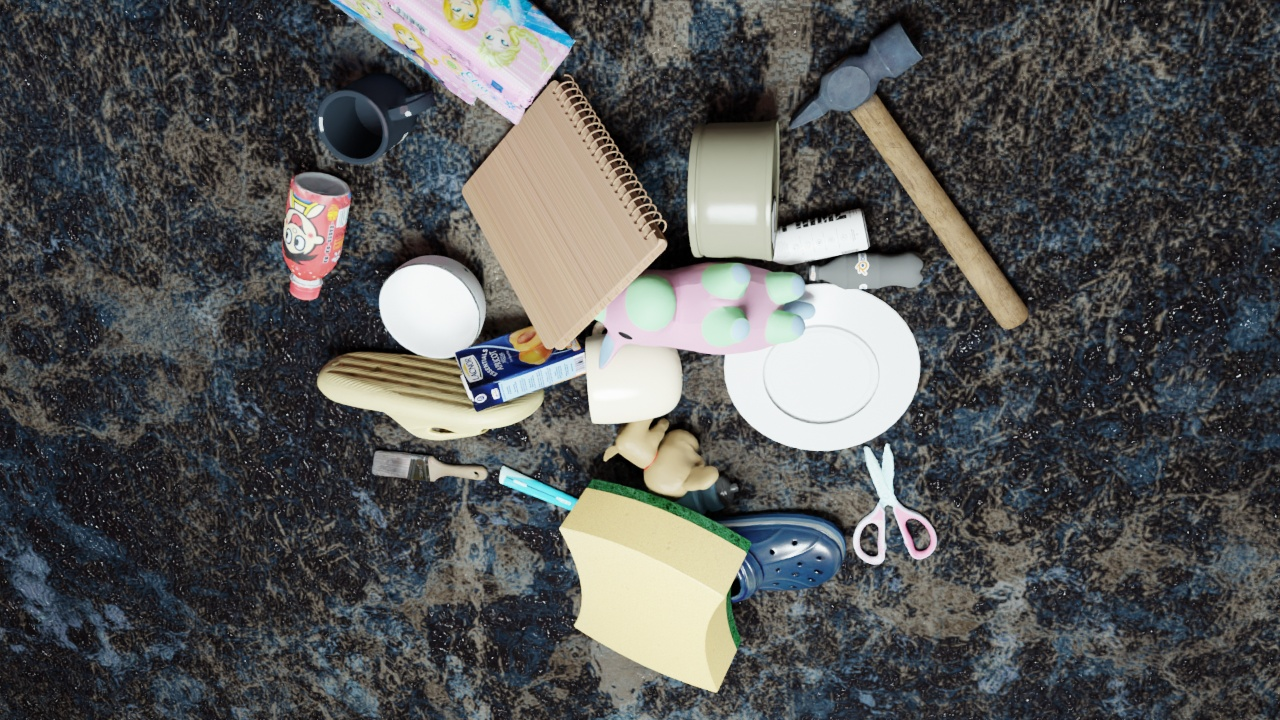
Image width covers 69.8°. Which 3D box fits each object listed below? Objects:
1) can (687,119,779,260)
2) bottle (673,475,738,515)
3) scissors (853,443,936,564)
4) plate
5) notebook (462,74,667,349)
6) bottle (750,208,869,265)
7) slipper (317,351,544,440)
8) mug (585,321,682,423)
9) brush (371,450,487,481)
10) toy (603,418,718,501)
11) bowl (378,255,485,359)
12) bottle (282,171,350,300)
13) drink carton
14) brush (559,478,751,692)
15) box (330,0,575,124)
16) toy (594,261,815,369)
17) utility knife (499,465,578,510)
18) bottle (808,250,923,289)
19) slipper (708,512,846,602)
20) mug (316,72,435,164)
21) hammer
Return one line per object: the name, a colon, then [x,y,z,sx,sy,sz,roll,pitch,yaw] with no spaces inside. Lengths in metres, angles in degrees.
can: [0.089,-0.157,0.852,0.073,0.127,0.128,2,120,11]
bottle: [0.056,0.168,1.093,0.130,0.040,0.040,-20,114,20]
scissors: [0.273,0.170,1.070,0.105,0.016,0.179,-19,114,20]
plate: [0.195,0.015,0.994,0.209,0.015,0.209,5,120,8]
notebook: [-0.077,-0.143,0.878,0.169,0.022,0.210,-42,65,27]
bottle: [0.165,-0.119,0.910,0.116,0.041,0.041,-11,117,16]
slipper: [-0.240,0.051,1.041,0.261,0.111,0.079,9,118,10]
mug: [-0.006,0.006,0.987,0.100,0.096,0.120,-4,79,0]
brush: [-0.265,0.135,1.149,0.151,0.012,0.039,6,120,7]
toy: [0.021,0.109,1.034,0.108,0.105,0.134,42,141,-3]
bowl: [-0.219,-0.065,0.997,0.113,0.063,0.114,5,120,8]
bottle: [-0.353,-0.129,0.987,0.062,0.061,0.138,21,120,-2]
drink carton: [-0.129,0.002,0.985,0.130,0.064,0.040,-20,139,-12]
brush: [0.018,0.263,1.062,0.195,0.075,0.251,19,139,20]
box: [-0.184,-0.326,0.863,0.230,0.106,0.086,36,75,-11]
toy: [0.058,-0.051,0.911,0.171,0.221,0.120,-2,88,53]
utility knife: [-0.117,0.162,1.137,0.124,0.015,0.022,22,91,-4]
bottle: [0.224,-0.090,0.917,0.110,0.036,0.036,-1,119,11]
slipper: [0.117,0.245,1.097,0.253,0.095,0.105,-2,117,16]
mug: [-0.251,-0.241,0.895,0.105,0.077,0.071,-11,117,16]
hammer: [0.277,-0.152,0.875,0.130,0.040,0.322,-32,110,29]
